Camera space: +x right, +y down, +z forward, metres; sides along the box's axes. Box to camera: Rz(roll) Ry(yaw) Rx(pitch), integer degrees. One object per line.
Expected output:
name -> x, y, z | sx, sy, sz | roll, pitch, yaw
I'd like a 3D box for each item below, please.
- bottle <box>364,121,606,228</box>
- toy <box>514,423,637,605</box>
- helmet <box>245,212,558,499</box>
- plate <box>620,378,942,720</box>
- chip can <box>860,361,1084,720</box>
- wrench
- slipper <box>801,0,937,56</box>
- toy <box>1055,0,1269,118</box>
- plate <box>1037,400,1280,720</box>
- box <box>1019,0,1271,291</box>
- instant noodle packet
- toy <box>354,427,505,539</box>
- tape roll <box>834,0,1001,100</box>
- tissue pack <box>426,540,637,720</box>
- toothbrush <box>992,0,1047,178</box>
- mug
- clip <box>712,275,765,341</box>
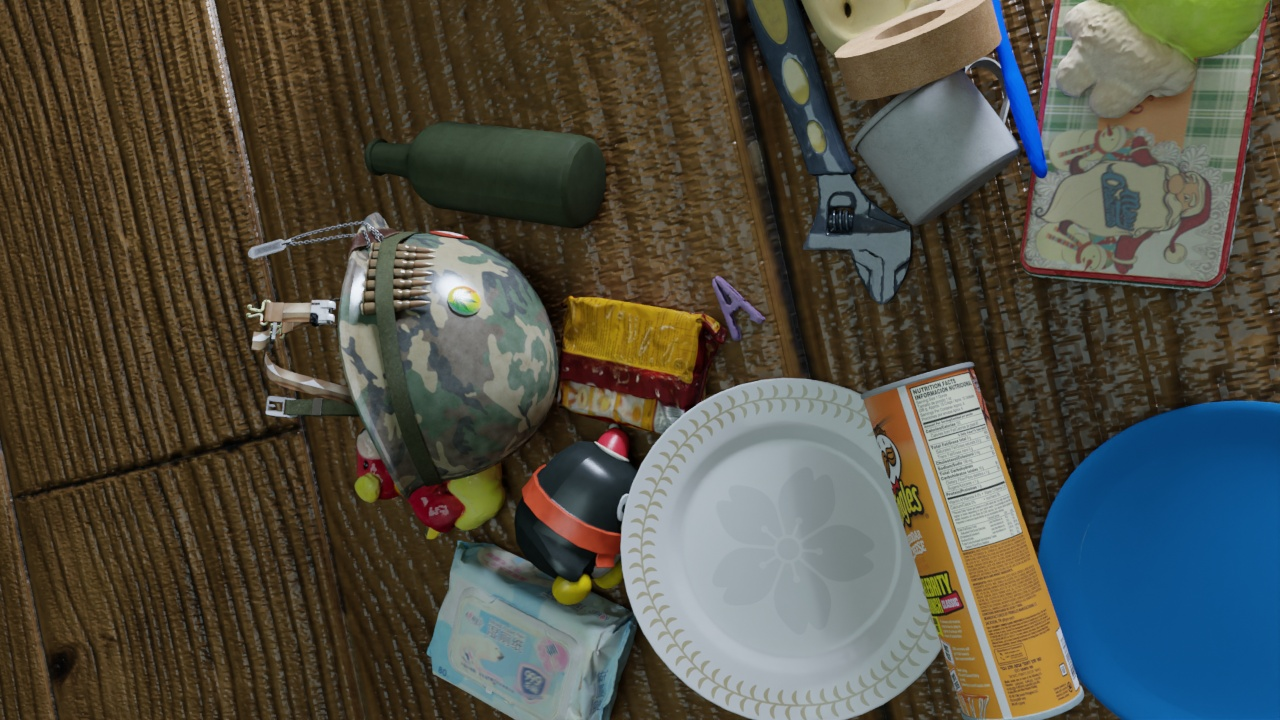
bottle -> -0.132, -0.154, 0.741 | 0.207, 0.071, 0.071 | 12, 99, 24
toy -> -0.042, 0.111, 0.710 | 0.100, 0.097, 0.119 | 35, 105, 23
helmet -> -0.187, -0.007, 0.708 | 0.236, 0.193, 0.224 | -20, 69, -12
plate -> 0.106, 0.134, 0.657 | 0.243, 0.016, 0.242 | -1, 83, 10
chip can -> 0.211, 0.114, 0.592 | 0.075, 0.075, 0.215 | -20, 81, 25
wrench -> 0.124, -0.168, 0.648 | 0.073, 0.022, 0.273 | -20, 86, 24
slipper -> 0.124, -0.327, 0.606 | 0.112, 0.079, 0.261 | -16, 88, 28
toy -> 0.284, -0.191, 0.508 | 0.092, 0.046, 0.115 | 44, 117, 18
plate -> 0.365, 0.135, 0.560 | 0.225, 0.024, 0.224 | 2, 95, 25
box -> 0.301, -0.148, 0.554 | 0.118, 0.050, 0.205 | 10, 97, 23
instant noodle packet -> -0.004, 0.004, 0.713 | 0.136, 0.039, 0.098 | 11, 102, 27
toy -> -0.182, 0.106, 0.798 | 0.137, 0.067, 0.105 | 8, 100, 12
tape roll -> 0.168, -0.192, 0.559 | 0.094, 0.093, 0.027 | -15, 114, 25
tissue pack -> -0.096, 0.231, 0.758 | 0.182, 0.069, 0.112 | 19, 102, 23
toothbrush -> 0.225, -0.194, 0.577 | 0.018, 0.016, 0.182 | -20, 69, 32
mug -> 0.201, -0.145, 0.590 | 0.113, 0.084, 0.070 | -32, 82, -9
clip -> 0.069, -0.036, 0.691 | 0.050, 0.014, 0.046 | 30, 109, 17
